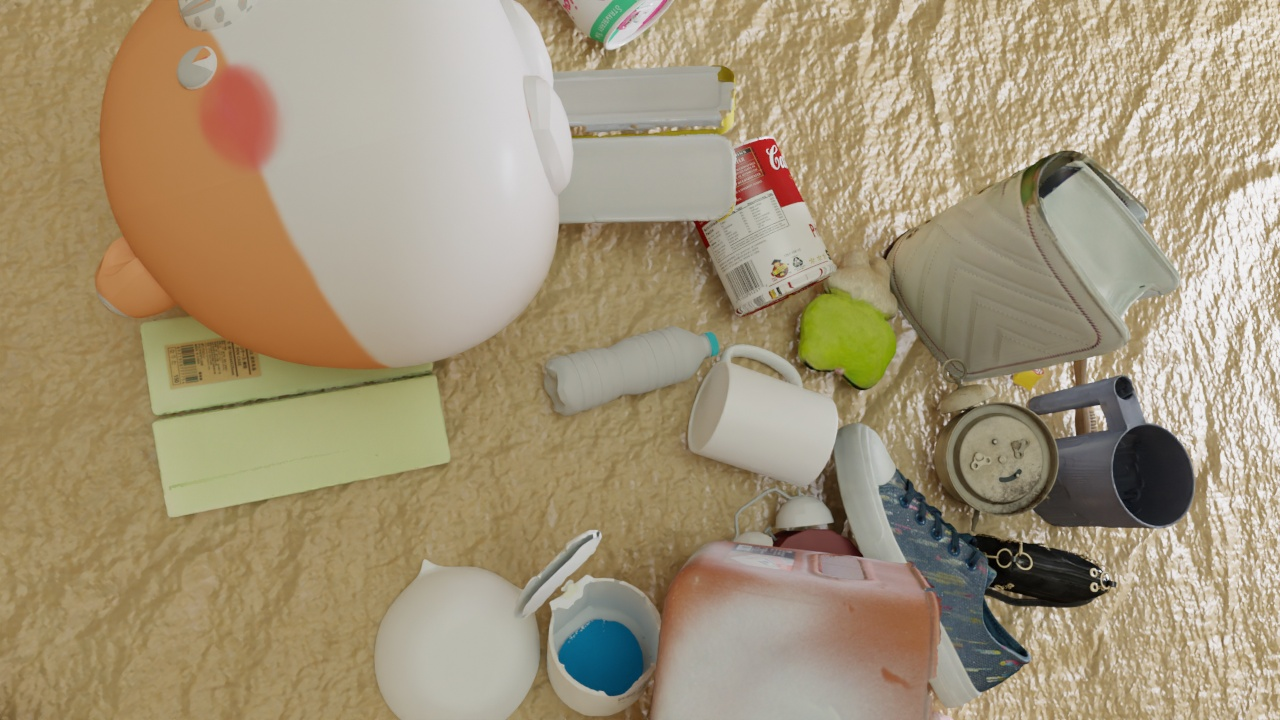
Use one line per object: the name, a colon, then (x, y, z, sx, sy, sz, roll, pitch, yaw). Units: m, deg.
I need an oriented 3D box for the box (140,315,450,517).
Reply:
box: (-0.234, 0.023, 0.631, 0.187, 0.030, 0.138, -8, 84, -19)

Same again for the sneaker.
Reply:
sneaker: (0.223, 0.151, 0.706, 0.079, 0.087, 0.235, -25, 91, 19)

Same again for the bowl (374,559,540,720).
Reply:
bowl: (-0.120, 0.198, 0.618, 0.114, 0.051, 0.114, 3, 78, -17)

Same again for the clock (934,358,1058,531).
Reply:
clock: (0.285, 0.065, 0.769, 0.093, 0.054, 0.141, -22, 87, -5)

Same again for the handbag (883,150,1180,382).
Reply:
handbag: (0.296, -0.072, 0.726, 0.096, 0.199, 0.142, -38, 94, -18)

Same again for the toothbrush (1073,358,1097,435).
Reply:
toothbrush: (0.405, -0.007, 0.843, 0.016, 0.016, 0.166, 4, 79, -16)

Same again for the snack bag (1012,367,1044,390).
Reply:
snack bag: (0.355, -0.023, 0.828, 0.026, 0.020, 0.099, 22, 73, -11)

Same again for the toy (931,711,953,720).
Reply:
toy: (0.194, 0.308, 0.699, 0.105, 0.053, 0.108, 32, 72, 6)

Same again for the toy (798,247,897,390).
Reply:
toy: (0.176, -0.038, 0.762, 0.092, 0.043, 0.117, 22, 72, -17)

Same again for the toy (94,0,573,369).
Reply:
toy: (-0.184, -0.124, 0.550, 0.281, 0.266, 0.262, -16, 59, -1)

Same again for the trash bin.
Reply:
trash bin: (0.085, 0.253, 0.573, 0.157, 0.181, 0.259, 6, 89, 11)

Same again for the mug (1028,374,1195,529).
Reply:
mug: (0.383, 0.080, 0.772, 0.083, 0.104, 0.124, -15, 84, -20)

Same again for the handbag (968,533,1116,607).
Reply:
handbag: (0.319, 0.173, 0.747, 0.128, 0.079, 0.054, 15, 76, -14)

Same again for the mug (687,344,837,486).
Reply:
mug: (0.094, 0.035, 0.714, 0.090, 0.074, 0.110, 19, 48, -13)

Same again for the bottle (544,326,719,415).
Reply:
bottle: (-0.004, 0.004, 0.696, 0.136, 0.044, 0.044, -16, 84, -20)

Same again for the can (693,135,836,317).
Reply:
can: (0.091, -0.104, 0.725, 0.086, 0.087, 0.116, -24, 87, -20)

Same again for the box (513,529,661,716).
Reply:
box: (-0.030, 0.178, 0.595, 0.084, 0.166, 0.094, -33, 71, -21)

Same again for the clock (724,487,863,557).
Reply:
clock: (0.121, 0.165, 0.702, 0.096, 0.048, 0.137, -30, 90, -20)

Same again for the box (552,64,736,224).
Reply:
box: (-0.033, -0.162, 0.684, 0.210, 0.045, 0.128, 0, 79, 9)

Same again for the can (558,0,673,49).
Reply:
can: (-0.049, -0.337, 0.725, 0.088, 0.088, 0.166, -38, 92, -20)
